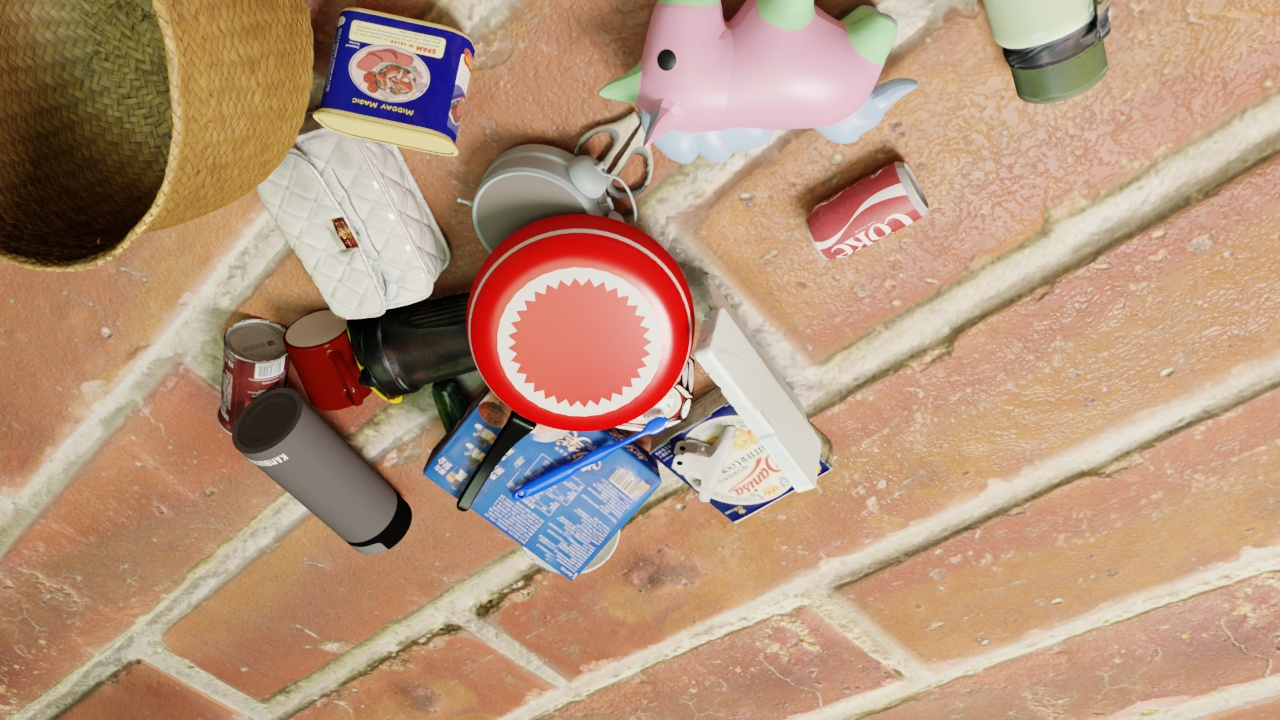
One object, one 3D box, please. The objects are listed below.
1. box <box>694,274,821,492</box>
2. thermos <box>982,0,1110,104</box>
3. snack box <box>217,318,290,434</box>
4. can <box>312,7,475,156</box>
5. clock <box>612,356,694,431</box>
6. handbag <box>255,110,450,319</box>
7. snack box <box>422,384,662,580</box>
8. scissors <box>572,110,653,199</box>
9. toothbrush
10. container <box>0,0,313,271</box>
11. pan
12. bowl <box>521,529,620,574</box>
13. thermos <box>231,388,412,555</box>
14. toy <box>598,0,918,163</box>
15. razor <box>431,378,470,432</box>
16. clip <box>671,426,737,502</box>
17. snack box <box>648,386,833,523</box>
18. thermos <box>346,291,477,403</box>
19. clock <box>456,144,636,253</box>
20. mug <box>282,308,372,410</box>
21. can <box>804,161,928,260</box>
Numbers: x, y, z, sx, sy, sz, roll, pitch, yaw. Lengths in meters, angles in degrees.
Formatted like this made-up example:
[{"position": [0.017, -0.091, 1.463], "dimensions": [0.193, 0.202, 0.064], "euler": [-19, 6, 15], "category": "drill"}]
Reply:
[{"position": [0.115, 0.020, 0.880], "dimensions": [0.041, 0.134, 0.197], "euler": [-22, 122, 27], "category": "box"}, {"position": [0.274, -0.294, 0.644], "dimensions": [0.082, 0.082, 0.231], "euler": [-18, 122, 22], "category": "thermos"}, {"position": [-0.424, 0.021, 1.009], "dimensions": [0.072, 0.072, 0.122], "euler": [19, 127, -6], "category": "snack box"}, {"position": [-0.200, -0.230, 0.758], "dimensions": [0.116, 0.056, 0.092], "euler": [12, 88, 0], "category": "can"}, {"position": [-0.006, 0.006, 0.931], "dimensions": [0.115, 0.064, 0.155], "euler": [-6, 142, 14], "category": "clock"}, {"position": [-0.278, -0.134, 0.862], "dimensions": [0.139, 0.072, 0.195], "euler": [-11, 125, 18], "category": "handbag"}, {"position": [-0.103, 0.113, 0.987], "dimensions": [0.202, 0.069, 0.155], "euler": [38, 102, -13], "category": "snack box"}, {"position": [0.012, -0.206, 0.800], "dimensions": [0.171, 0.012, 0.121], "euler": [-23, 121, 22], "category": "scissors"}, {"position": [-0.052, 0.100, 0.943], "dimensions": [0.183, 0.018, 0.016], "euler": [-27, 99, 7], "category": "toothbrush"}, {"position": [-0.407, -0.239, 0.692], "dimensions": [0.307, 0.196, 0.307], "euler": [7, 113, 15], "category": "container"}, {"position": [-0.093, 0.028, 0.864], "dimensions": [0.209, 0.067, 0.357], "euler": [28, 113, -15], "category": "pan"}, {"position": [-0.083, 0.185, 1.078], "dimensions": [0.118, 0.062, 0.118], "euler": [0, 106, -2], "category": "bowl"}, {"position": [-0.352, 0.134, 1.041], "dimensions": [0.082, 0.082, 0.240], "euler": [-8, 141, 15], "category": "thermos"}, {"position": [0.096, -0.218, 0.717], "dimensions": [0.222, 0.120, 0.171], "euler": [23, 115, -14], "category": "toy"}, {"position": [-0.201, 0.090, 1.034], "dimensions": [0.054, 0.067, 0.151], "euler": [-2, 121, 26], "category": "razor"}, {"position": [0.062, 0.111, 0.968], "dimensions": [0.058, 0.050, 0.102], "euler": [8, 129, -11], "category": "clip"}, {"position": [0.110, 0.097, 1.001], "dimensions": [0.145, 0.042, 0.145], "euler": [41, 124, -21], "category": "snack box"}, {"position": [-0.183, -0.024, 0.923], "dimensions": [0.221, 0.098, 0.098], "euler": [-12, 125, 12], "category": "thermos"}, {"position": [-0.080, -0.135, 0.839], "dimensions": [0.159, 0.045, 0.123], "euler": [-5, 131, 22], "category": "clock"}, {"position": [-0.320, 0.006, 0.963], "dimensions": [0.073, 0.106, 0.083], "euler": [-28, 131, -23], "category": "mug"}, {"position": [0.197, -0.129, 0.803], "dimensions": [0.097, 0.053, 0.054], "euler": [-27, 119, 27], "category": "can"}]
